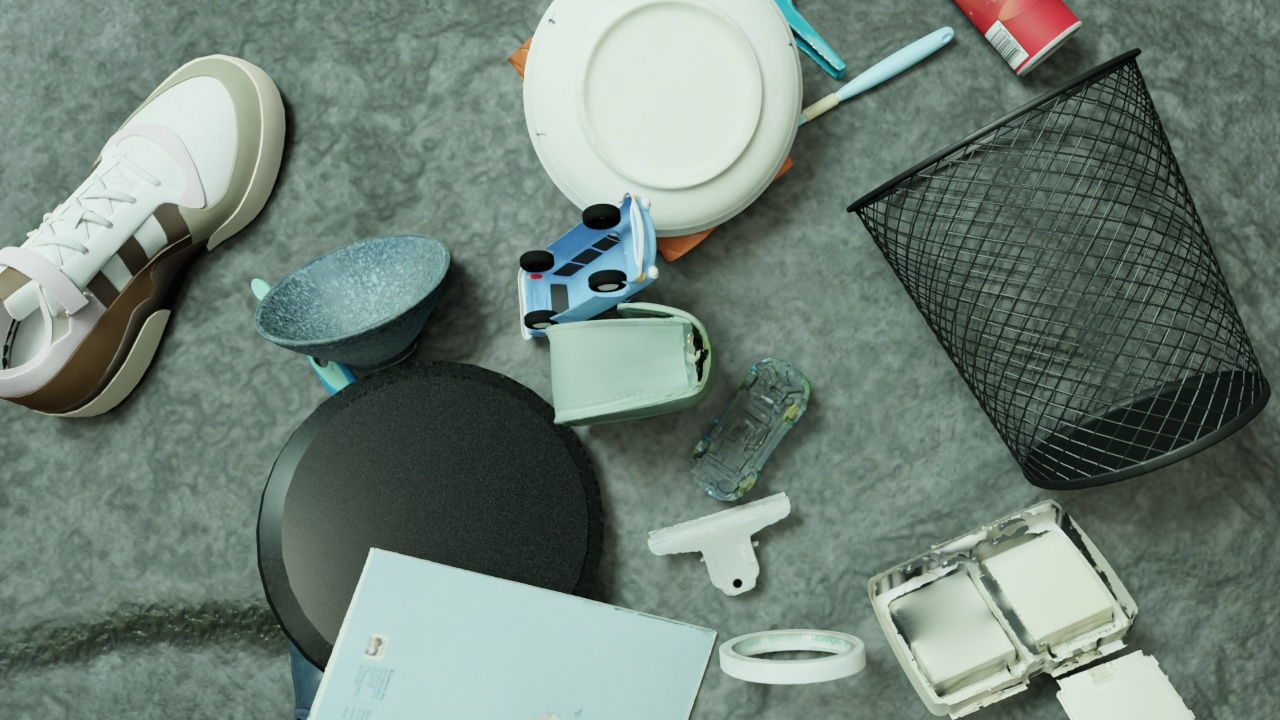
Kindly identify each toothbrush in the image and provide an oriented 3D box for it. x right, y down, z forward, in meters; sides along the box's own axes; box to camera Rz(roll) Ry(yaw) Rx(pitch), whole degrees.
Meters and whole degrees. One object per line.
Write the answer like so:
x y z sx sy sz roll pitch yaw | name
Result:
-0.238 -0.007 0.670 0.022 0.017 0.135 -40 87 0 | toothbrush
0.156 -0.196 0.656 0.155 0.016 0.022 -31 117 2 | toothbrush

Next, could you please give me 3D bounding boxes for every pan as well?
-0.153 0.166 0.581 0.225 0.034 0.355 24 69 -10 | pan

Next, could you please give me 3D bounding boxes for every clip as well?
0.076 -0.236 0.660 0.120 0.030 0.130 -16 84 -2 | clip
0.060 0.130 0.627 0.102 0.052 0.059 -18 72 3 | clip

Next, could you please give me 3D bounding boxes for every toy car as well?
0.075 0.047 0.636 0.048 0.032 0.105 33 94 5 | toy car
-0.034 -0.057 0.605 0.054 0.154 0.056 4 74 -35 | toy car

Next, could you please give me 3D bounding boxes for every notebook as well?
-0.081 0.232 0.578 0.253 0.009 0.181 22 86 -28 | notebook

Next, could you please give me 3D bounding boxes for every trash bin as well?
0.260 -0.046 0.565 0.184 0.184 0.210 -28 90 1 | trash bin

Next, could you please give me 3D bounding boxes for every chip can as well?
0.217 -0.297 0.642 0.052 0.052 0.214 -38 85 0 | chip can

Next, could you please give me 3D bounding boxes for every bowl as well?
-0.189 -0.030 0.637 0.137 0.137 0.057 -14 125 3 | bowl

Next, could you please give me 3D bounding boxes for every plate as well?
0.017 -0.168 0.582 0.182 0.034 0.182 -1 105 -5 | plate

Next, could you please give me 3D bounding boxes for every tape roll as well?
0.098 0.191 0.594 0.093 0.093 0.013 -4 86 3 | tape roll

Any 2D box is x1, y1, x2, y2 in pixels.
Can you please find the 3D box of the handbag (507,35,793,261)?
0.006 -0.168 0.628 0.109 0.060 0.172 -40 105 1 | handbag

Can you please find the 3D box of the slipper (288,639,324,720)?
-0.180 0.225 0.615 0.109 0.083 0.265 -17 83 4 | slipper

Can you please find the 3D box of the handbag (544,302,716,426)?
-0.004 0.003 0.601 0.106 0.122 0.067 -8 84 5 | handbag

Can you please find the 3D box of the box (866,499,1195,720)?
0.244 0.192 0.572 0.143 0.044 0.184 -24 49 3 | box

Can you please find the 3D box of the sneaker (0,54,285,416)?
-0.366 -0.097 0.633 0.112 0.116 0.294 34 89 5 | sneaker
